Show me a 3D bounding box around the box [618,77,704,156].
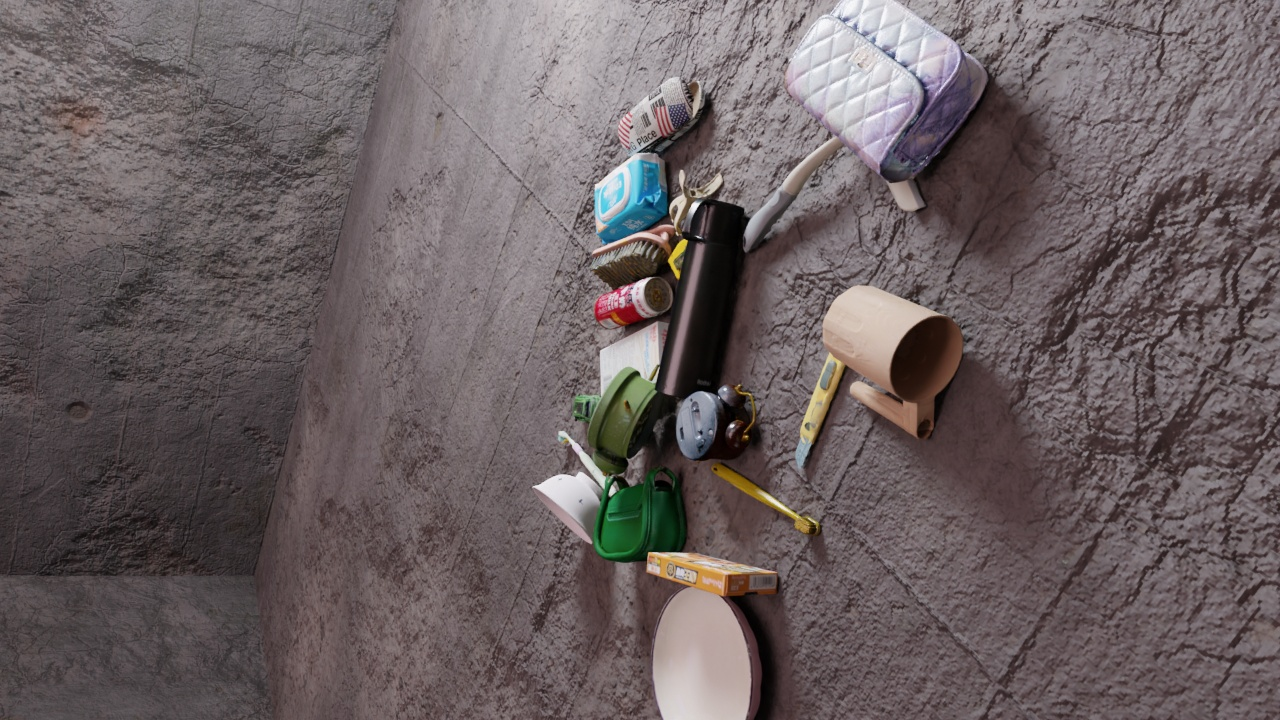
[{"bbox_3d":[0.021,-0.331,1.269,0.164,0.077,0.074,-21,71,52],"label":"box"}]

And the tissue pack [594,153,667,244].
[{"bbox_3d":[-0.017,-0.231,1.317,0.140,0.063,0.090,-25,62,53],"label":"tissue pack"}]

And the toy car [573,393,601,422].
[{"bbox_3d":[-0.082,0.071,1.371,0.091,0.036,0.043,170,105,-73],"label":"toy car"}]

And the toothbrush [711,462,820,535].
[{"bbox_3d":[0.135,0.153,1.032,0.190,0.016,0.016,28,106,57],"label":"toothbrush"}]

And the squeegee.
[{"bbox_3d":[0.178,-0.197,1.023,0.247,0.039,0.246,-44,48,45],"label":"squeegee"}]

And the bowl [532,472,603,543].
[{"bbox_3d":[-0.091,0.201,1.324,0.064,0.118,0.118,-46,28,-16],"label":"bowl"}]

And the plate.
[{"bbox_3d":[0.080,0.354,1.053,0.193,0.039,0.192,-19,67,55],"label":"plate"}]

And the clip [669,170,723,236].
[{"bbox_3d":[0.062,-0.207,1.205,0.097,0.060,0.034,120,144,-49],"label":"clip"}]

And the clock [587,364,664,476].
[{"bbox_3d":[-0.020,0.084,1.199,0.056,0.115,0.162,27,130,16],"label":"clock"}]

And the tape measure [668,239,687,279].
[{"bbox_3d":[0.061,-0.131,1.203,0.057,0.028,0.060,-57,40,33],"label":"tape measure"}]

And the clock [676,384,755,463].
[{"bbox_3d":[0.093,0.075,1.081,0.122,0.055,0.082,-36,53,48],"label":"clock"}]

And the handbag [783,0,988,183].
[{"bbox_3d":[0.232,-0.277,0.903,0.134,0.075,0.193,-54,43,22],"label":"handbag"}]

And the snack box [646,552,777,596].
[{"bbox_3d":[0.079,0.242,1.046,0.154,0.075,0.026,-3,81,58],"label":"snack box"}]

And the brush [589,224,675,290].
[{"bbox_3d":[-0.007,-0.150,1.291,0.146,0.063,0.072,-15,40,54],"label":"brush"}]

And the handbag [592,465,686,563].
[{"bbox_3d":[-0.004,0.203,1.195,0.132,0.068,0.120,-25,62,53],"label":"handbag"}]

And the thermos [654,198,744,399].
[{"bbox_3d":[0.066,-0.075,1.126,0.068,0.089,0.242,16,97,45],"label":"thermos"}]

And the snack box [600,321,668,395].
[{"bbox_3d":[-0.008,0.007,1.283,0.157,0.026,0.084,-24,63,54],"label":"snack box"}]

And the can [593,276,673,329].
[{"bbox_3d":[-0.011,-0.079,1.283,0.133,0.053,0.053,-14,71,56],"label":"can"}]

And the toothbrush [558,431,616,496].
[{"bbox_3d":[-0.078,0.157,1.371,0.020,0.029,0.189,-39,37,-9],"label":"toothbrush"}]

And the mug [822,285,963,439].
[{"bbox_3d":[0.234,-0.001,0.863,0.103,0.084,0.125,40,143,56],"label":"mug"}]

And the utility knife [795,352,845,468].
[{"bbox_3d":[0.197,0.033,0.968,0.031,0.019,0.178,-134,54,-59],"label":"utility knife"}]
